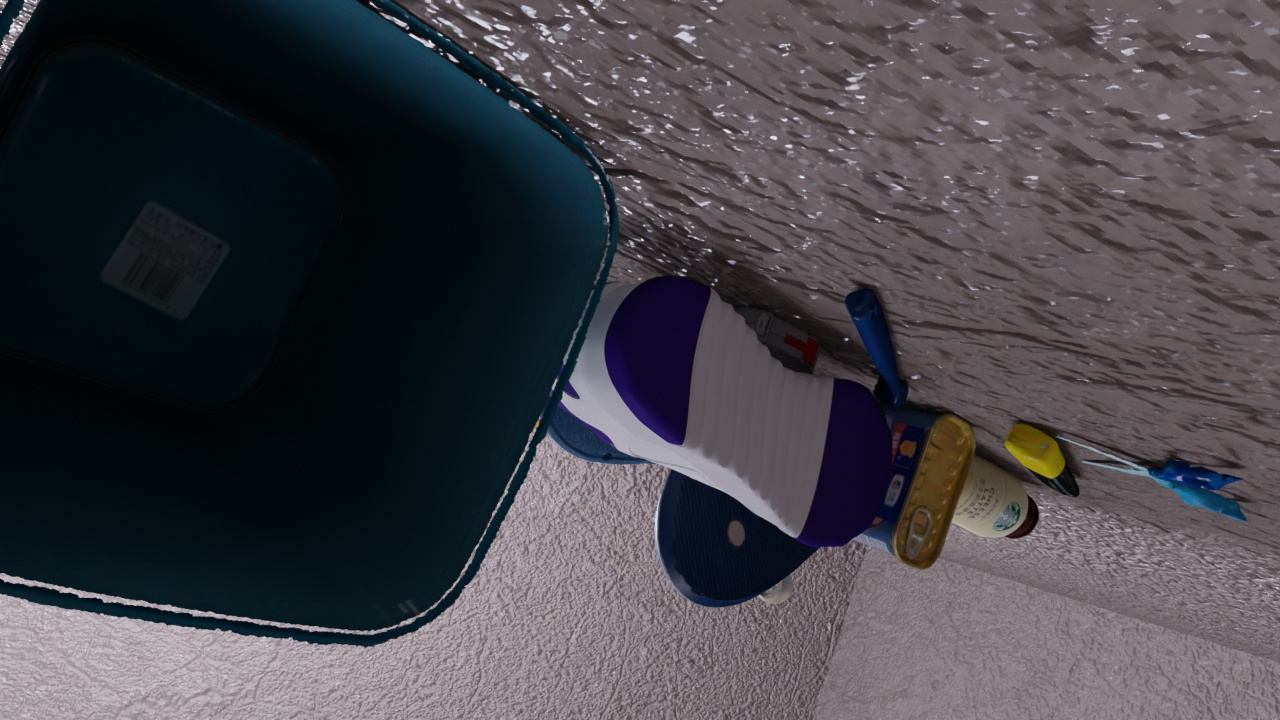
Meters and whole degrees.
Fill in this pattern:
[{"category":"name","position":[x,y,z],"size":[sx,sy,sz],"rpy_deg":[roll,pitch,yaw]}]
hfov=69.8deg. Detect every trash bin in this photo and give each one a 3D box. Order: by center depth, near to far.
[{"category":"trash bin","position":[-0.165,-0.034,0.358],"size":[0.199,0.196,0.219],"rpy_deg":[27,176,-40]}]

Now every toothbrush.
[{"category":"toothbrush","position":[0.120,-0.002,0.467],"size":[0.017,0.016,0.190],"rpy_deg":[24,175,24]}]

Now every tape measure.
[{"category":"tape measure","position":[0.067,-0.011,0.519],"size":[0.062,0.020,0.060],"rpy_deg":[25,171,-35]}]

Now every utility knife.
[{"category":"utility knife","position":[0.265,0.070,0.595],"size":[0.029,0.020,0.174],"rpy_deg":[35,-177,34]}]

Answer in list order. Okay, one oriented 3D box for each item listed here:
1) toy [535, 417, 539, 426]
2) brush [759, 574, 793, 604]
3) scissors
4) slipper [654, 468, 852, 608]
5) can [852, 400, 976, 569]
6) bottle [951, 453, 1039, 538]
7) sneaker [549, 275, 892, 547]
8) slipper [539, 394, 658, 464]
[{"category":"toy","position":[-0.139,0.020,0.977],"size":[0.148,0.098,0.216],"rpy_deg":[1,163,37]},{"category":"brush","position":[0.082,0.104,0.762],"size":[0.077,0.062,0.272],"rpy_deg":[28,-160,-21]},{"category":"scissors","position":[0.296,0.065,0.518],"size":[0.127,0.014,0.133],"rpy_deg":[24,177,1]},{"category":"slipper","position":[0.097,0.088,0.627],"size":[0.060,0.118,0.294],"rpy_deg":[-6,176,43]},{"category":"can","position":[0.170,0.080,0.602],"size":[0.054,0.099,0.059],"rpy_deg":[27,171,-38]},{"category":"bottle","position":[0.255,0.101,0.706],"size":[0.162,0.056,0.057],"rpy_deg":[25,171,-40]},{"category":"sneaker","position":[0.038,0.031,0.491],"size":[0.111,0.091,0.244],"rpy_deg":[6,160,46]},{"category":"slipper","position":[-0.014,0.048,0.857],"size":[0.213,0.103,0.059],"rpy_deg":[21,176,-41]}]
